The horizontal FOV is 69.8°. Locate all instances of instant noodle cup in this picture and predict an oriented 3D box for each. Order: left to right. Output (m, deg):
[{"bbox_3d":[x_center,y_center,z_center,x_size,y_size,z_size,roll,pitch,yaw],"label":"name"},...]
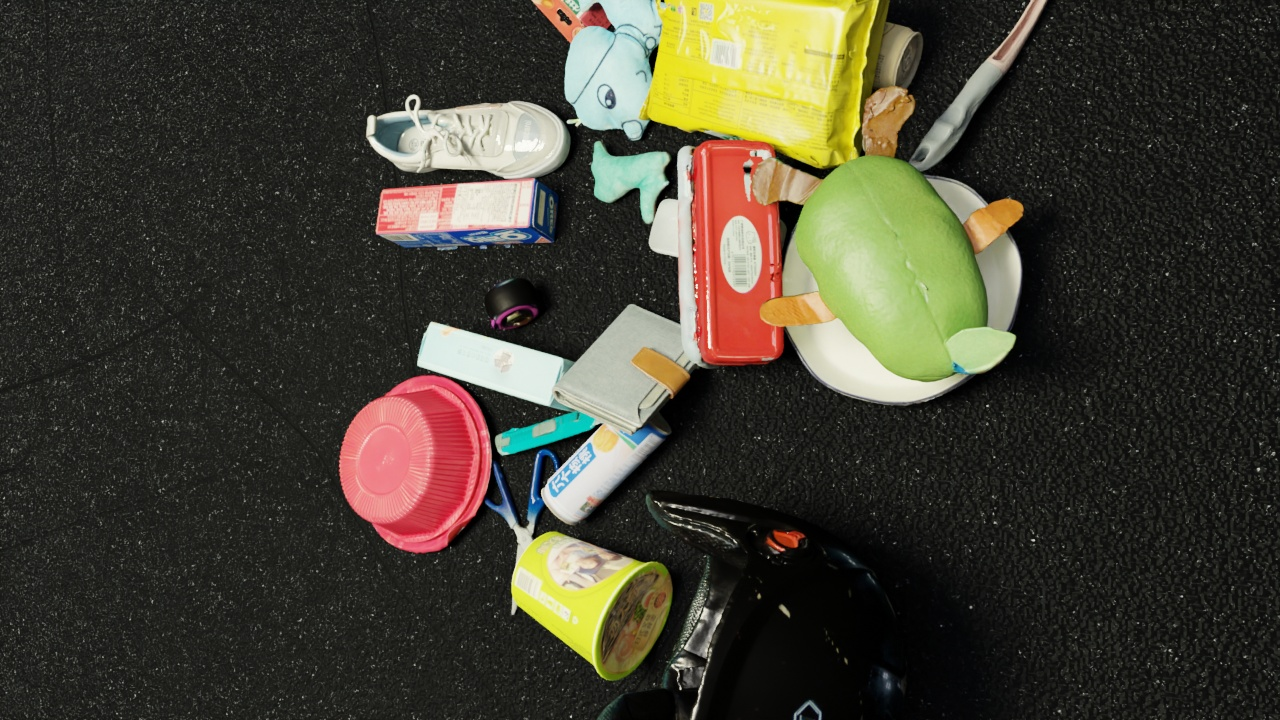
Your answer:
[{"bbox_3d":[-0.253,0.108,0.981,0.194,0.065,0.193,-5,79,28],"label":"instant noodle cup"},{"bbox_3d":[-0.051,0.218,0.857,0.123,0.111,0.111,19,89,35],"label":"instant noodle cup"}]

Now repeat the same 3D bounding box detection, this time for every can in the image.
[{"bbox_3d":[-0.034,0.098,0.892,0.135,0.053,0.053,-46,66,11],"label":"can"},{"bbox_3d":[0.195,-0.289,0.849,0.116,0.058,0.058,27,93,26],"label":"can"}]

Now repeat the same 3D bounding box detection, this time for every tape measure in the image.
[{"bbox_3d":[-0.133,-0.057,0.965,0.057,0.058,0.039,-30,70,15],"label":"tape measure"}]

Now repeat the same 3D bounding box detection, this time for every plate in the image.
[{"bbox_3d":[0.223,-0.062,0.804,0.205,0.045,0.204,-4,80,25],"label":"plate"}]

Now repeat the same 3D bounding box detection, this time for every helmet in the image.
[{"bbox_3d":[0.088,0.230,0.697,0.230,0.274,0.233,12,97,0],"label":"helmet"}]

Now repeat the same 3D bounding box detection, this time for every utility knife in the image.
[{"bbox_3d":[-0.086,0.067,0.919,0.187,0.013,0.029,-19,59,37],"label":"utility knife"}]

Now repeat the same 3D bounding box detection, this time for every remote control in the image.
[{"bbox_3d":[0.074,-0.121,0.898,0.136,0.020,0.056,15,89,26],"label":"remote control"}]

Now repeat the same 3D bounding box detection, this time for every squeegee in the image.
[{"bbox_3d":[0.309,-0.262,0.798,0.248,0.040,0.249,35,91,34],"label":"squeegee"}]

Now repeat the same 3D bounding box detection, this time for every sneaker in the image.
[{"bbox_3d":[-0.196,-0.251,1.009,0.243,0.090,0.089,5,84,25],"label":"sneaker"}]

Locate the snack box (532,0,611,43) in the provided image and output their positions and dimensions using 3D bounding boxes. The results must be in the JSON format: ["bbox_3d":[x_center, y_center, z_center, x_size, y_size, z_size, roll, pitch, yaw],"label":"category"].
[{"bbox_3d":[-0.060,-0.421,1.000,0.127,0.044,0.113,-44,66,13],"label":"snack box"}]

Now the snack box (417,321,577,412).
[{"bbox_3d":[-0.138,0.007,0.945,0.175,0.074,0.051,15,86,26],"label":"snack box"}]

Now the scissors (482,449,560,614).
[{"bbox_3d":[-0.117,0.166,0.943,0.162,0.012,0.163,44,101,24],"label":"scissors"}]

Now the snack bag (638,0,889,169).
[{"bbox_3d":[0.104,-0.273,0.842,0.247,0.068,0.158,23,122,31],"label":"snack bag"}]

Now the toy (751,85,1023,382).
[{"bbox_3d":[0.199,-0.088,0.745,0.227,0.090,0.246,-26,75,8],"label":"toy"}]

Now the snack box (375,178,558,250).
[{"bbox_3d":[-0.191,-0.159,1.010,0.208,0.057,0.058,2,79,26],"label":"snack box"}]

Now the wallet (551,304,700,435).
[{"bbox_3d":[-0.005,0.005,0.869,0.107,0.037,0.129,23,53,27],"label":"wallet"}]

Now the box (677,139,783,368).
[{"bbox_3d":[0.073,-0.093,0.841,0.095,0.098,0.201,-1,86,-9],"label":"box"}]

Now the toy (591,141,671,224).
[{"bbox_3d":[-0.009,-0.185,0.944,0.092,0.030,0.096,-5,85,27],"label":"toy"}]

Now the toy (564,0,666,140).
[{"bbox_3d":[-0.027,-0.312,0.952,0.156,0.049,0.161,-38,85,16],"label":"toy"}]
